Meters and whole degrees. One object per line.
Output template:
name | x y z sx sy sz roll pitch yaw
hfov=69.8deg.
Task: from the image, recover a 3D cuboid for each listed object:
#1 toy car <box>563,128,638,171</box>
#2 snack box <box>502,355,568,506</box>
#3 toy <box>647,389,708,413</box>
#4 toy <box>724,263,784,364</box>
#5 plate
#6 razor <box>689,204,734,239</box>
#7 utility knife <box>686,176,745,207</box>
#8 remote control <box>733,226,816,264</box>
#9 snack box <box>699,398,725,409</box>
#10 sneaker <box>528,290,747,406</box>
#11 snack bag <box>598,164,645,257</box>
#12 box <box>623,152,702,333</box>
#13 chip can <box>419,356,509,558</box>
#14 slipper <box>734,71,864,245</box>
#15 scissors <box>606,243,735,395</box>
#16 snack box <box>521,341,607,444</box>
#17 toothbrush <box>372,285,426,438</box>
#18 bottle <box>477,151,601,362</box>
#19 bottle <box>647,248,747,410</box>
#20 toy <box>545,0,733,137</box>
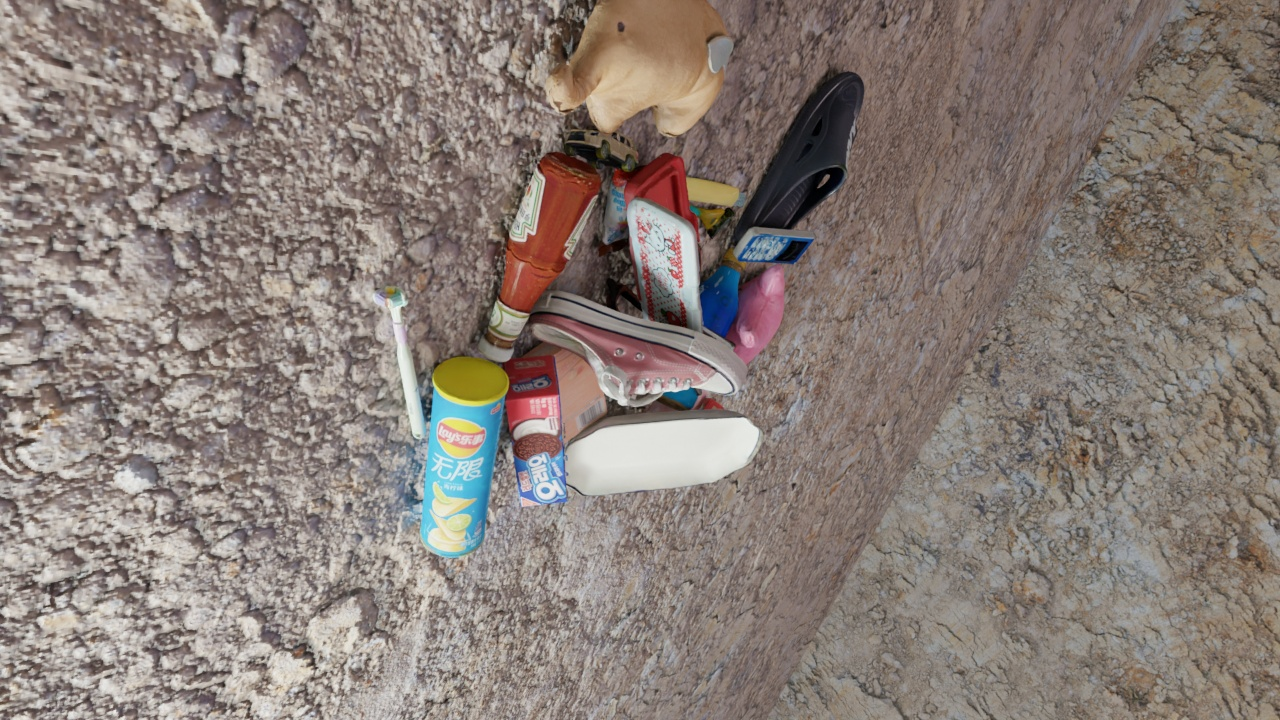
toy car | -0.036 -0.200 0.861 0.090 0.042 0.035 1 97 -63
snack box | -0.111 0.082 0.993 0.058 0.057 0.208 -6 141 -7
toy | 0.044 0.071 1.257 0.159 0.054 0.121 -61 159 9
toy | 0.146 -0.047 1.243 0.194 0.074 0.178 -55 170 -84
plate | 0.024 0.110 1.167 0.265 0.034 0.162 -4 142 -15
razor | 0.066 -0.167 1.066 0.043 0.028 0.132 -43 165 24
utility knife | 0.083 -0.195 1.077 0.178 0.019 0.031 0 124 -50
remote control | 0.173 -0.149 1.183 0.124 0.024 0.049 -2 141 -42
snack box | 0.085 0.091 1.309 0.075 0.025 0.153 -55 178 -2
sneaker | -0.006 0.006 0.946 0.118 0.241 0.087 146 -41 -64
snack bag | -0.021 -0.157 0.947 0.045 0.026 0.105 -27 142 -45
box | 0.045 -0.107 0.963 0.094 0.100 0.201 -44 149 -23
chip can | -0.180 0.100 0.920 0.071 0.071 0.211 -26 140 -44
slipper | 0.226 -0.239 1.190 0.268 0.083 0.110 -57 152 6
scissors | 0.041 -0.053 1.091 0.188 0.015 0.225 -19 111 -35
snack box | -0.085 0.031 1.034 0.084 0.026 0.157 -36 146 -21
toothbrush | -0.212 0.008 0.829 0.190 0.029 0.020 94 0 -46
bottle | -0.101 -0.092 0.858 0.059 0.060 0.206 -8 130 -55
bottle | 0.081 -0.042 1.174 0.218 0.065 0.065 -63 153 -9
toy | -0.006 -0.266 0.798 0.225 0.082 0.143 -15 119 -48
